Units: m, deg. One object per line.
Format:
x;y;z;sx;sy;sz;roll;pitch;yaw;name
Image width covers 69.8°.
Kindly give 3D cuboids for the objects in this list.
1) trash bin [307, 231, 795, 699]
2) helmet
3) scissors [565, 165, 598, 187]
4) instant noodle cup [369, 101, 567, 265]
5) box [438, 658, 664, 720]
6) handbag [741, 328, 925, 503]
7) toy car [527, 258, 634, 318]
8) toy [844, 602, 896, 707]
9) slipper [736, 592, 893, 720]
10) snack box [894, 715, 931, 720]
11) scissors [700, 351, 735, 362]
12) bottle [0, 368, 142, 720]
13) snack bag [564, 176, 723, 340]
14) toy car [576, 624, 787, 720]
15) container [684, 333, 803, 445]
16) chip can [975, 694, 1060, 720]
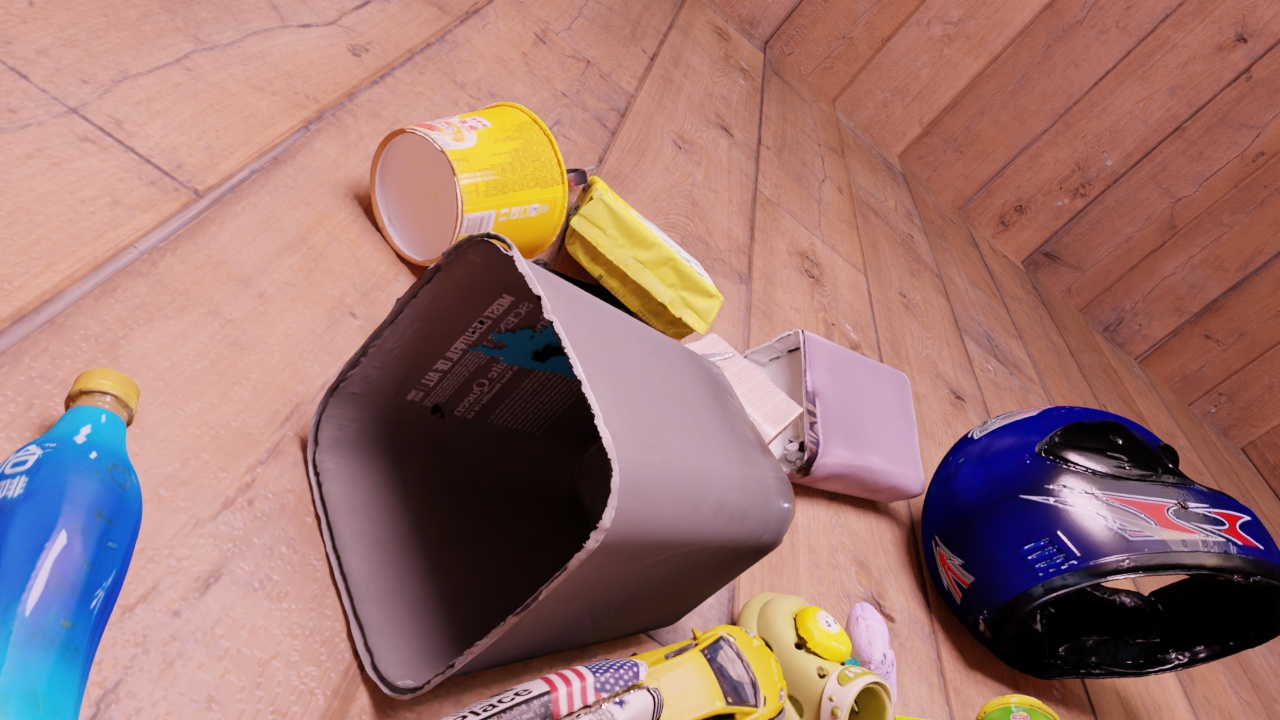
-0.042;0.067;0.549;0.219;0.199;0.198;16;38;-51;trash bin
0.440;0.165;0.913;0.315;0.248;0.239;2;45;-5;helmet
-0.094;-0.187;0.934;0.221;0.015;0.190;-18;18;-35;scissors
-0.147;-0.140;0.756;0.138;0.138;0.109;50;38;13;instant noodle cup
-0.064;0.182;0.457;0.163;0.075;0.081;-9;47;-37;box
0.198;0.065;0.939;0.196;0.099;0.144;17;54;-40;handbag
-0.059;-0.055;0.838;0.122;0.037;0.056;20;22;-36;toy car
0.178;0.237;0.710;0.083;0.039;0.108;-82;161;-57;toy
0.142;0.243;0.648;0.091;0.082;0.190;14;42;-46;slipper
0.269;0.310;0.674;0.156;0.026;0.085;5;25;8;snack box
-0.007;0.008;0.752;0.180;0.014;0.159;-23;61;-25;scissors
-0.247;0.087;0.379;0.065;0.065;0.218;25;33;-30;bottle
-0.006;-0.105;0.906;0.158;0.068;0.246;40;10;-12;snack bag
0.025;0.204;0.558;0.155;0.041;0.071;-7;53;-30;toy car
0.067;0.043;0.816;0.111;0.090;0.089;45;29;11;container
0.295;0.357;0.692;0.072;0.073;0.220;41;29;-4;chip can
